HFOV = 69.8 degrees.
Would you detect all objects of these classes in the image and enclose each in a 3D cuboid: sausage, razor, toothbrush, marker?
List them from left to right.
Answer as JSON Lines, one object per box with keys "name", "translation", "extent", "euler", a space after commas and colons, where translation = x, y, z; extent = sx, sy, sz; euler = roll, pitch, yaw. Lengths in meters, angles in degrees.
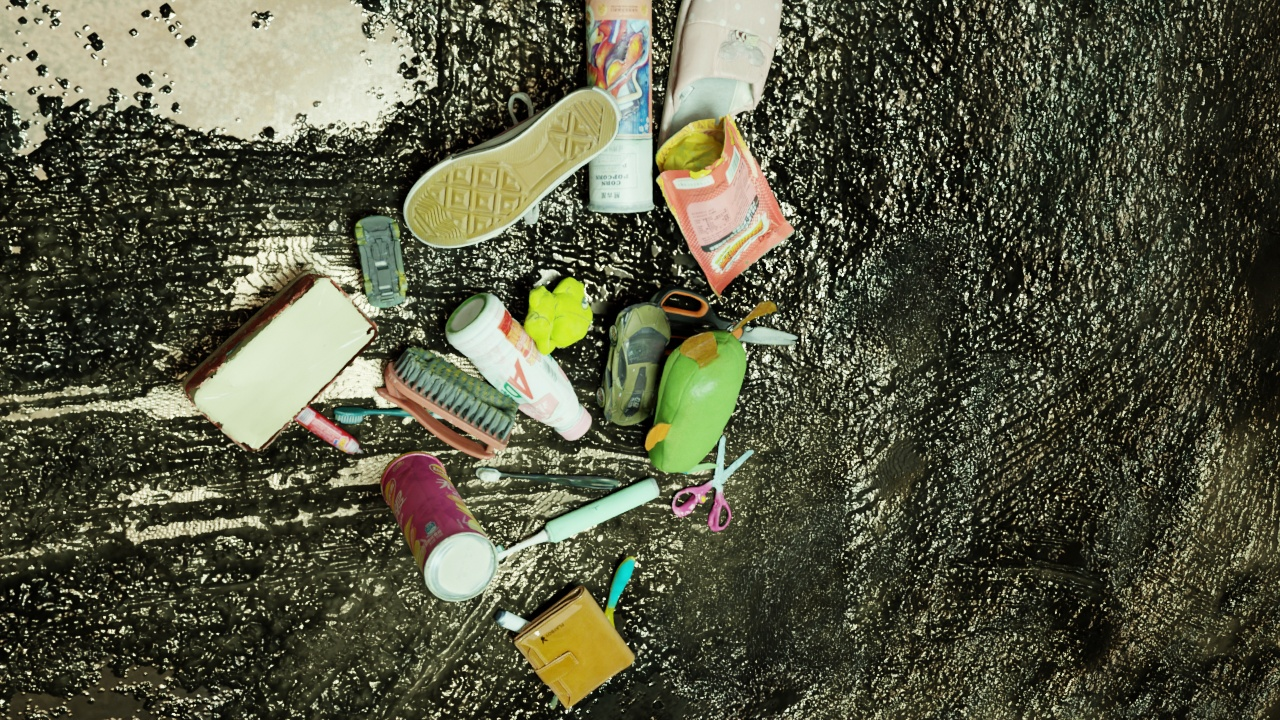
{"name": "sausage", "translation": [-0.343, 0.053, 0.928], "extent": [0.020, 0.020, 0.156], "euler": [-49, 119, -5]}
{"name": "toothbrush", "translation": [-0.231, 0.061, 0.987], "extent": [0.191, 0.016, 0.018], "euler": [4, 120, -27]}
{"name": "marker", "translation": [-0.125, 0.337, 1.123], "extent": [0.130, 0.018, 0.023], "euler": [34, 99, -30]}
{"name": "toothbrush", "translation": [-0.105, 0.139, 1.073], "extent": [0.180, 0.018, 0.016], "euler": [8, 99, -29]}
{"name": "toothbrush", "translation": [-0.079, 0.194, 1.096], "extent": [0.224, 0.027, 0.026], "euler": [-22, 148, -18]}
{"name": "razor", "translation": [-0.030, 0.300, 1.149], "extent": [0.043, 0.028, 0.133], "euler": [11, 107, -19]}

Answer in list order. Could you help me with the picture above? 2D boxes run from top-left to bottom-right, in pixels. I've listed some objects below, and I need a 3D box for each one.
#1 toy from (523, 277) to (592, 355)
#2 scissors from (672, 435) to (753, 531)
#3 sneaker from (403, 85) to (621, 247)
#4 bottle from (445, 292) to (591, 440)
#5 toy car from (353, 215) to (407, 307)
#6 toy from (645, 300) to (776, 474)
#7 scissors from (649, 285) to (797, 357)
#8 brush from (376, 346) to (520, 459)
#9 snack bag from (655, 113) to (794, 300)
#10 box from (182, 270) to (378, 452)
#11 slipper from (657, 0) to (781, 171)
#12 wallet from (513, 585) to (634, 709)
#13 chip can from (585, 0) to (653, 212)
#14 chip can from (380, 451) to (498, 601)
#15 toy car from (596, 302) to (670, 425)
{"name": "toy", "translation": [-0.088, -0.048, 0.992], "extent": [0.100, 0.031, 0.096], "euler": [25, 68, -51]}
{"name": "scissors", "translation": [0.101, 0.165, 1.181], "extent": [0.133, 0.017, 0.125], "euler": [-39, 116, -14]}
{"name": "sneaker", "translation": [-0.125, -0.195, 0.920], "extent": [0.241, 0.087, 0.118], "euler": [-31, 106, 10]}
{"name": "bottle", "translation": [-0.126, 0.014, 0.997], "extent": [0.068, 0.068, 0.197], "euler": [-45, 123, -7]}
{"name": "toy car", "translation": [-0.259, -0.099, 0.911], "extent": [0.043, 0.036, 0.091], "euler": [-10, 111, -22]}
{"name": "toy", "translation": [0.066, 0.040, 1.050], "extent": [0.226, 0.090, 0.247], "euler": [-32, 149, -48]}
{"name": "scissors", "translation": [0.096, -0.025, 1.122], "extent": [0.235, 0.021, 0.137], "euler": [31, 100, -37]}
{"name": "brush", "translation": [-0.202, 0.046, 0.959], "extent": [0.146, 0.063, 0.069], "euler": [32, 109, -11]}
{"name": "snack bag", "translation": [0.095, -0.169, 1.029], "extent": [0.128, 0.073, 0.208], "euler": [-45, 139, -6]}
{"name": "box", "translation": [-0.337, -0.002, 0.864], "extent": [0.168, 0.079, 0.091], "euler": [-48, 120, -18]}
{"name": "slipper", "translation": [0.086, -0.317, 0.999], "extent": [0.114, 0.054, 0.274], "euler": [10, 103, -28]}
{"name": "wallet", "translation": [-0.086, 0.354, 1.121], "extent": [0.119, 0.035, 0.131], "euler": [-36, 117, -11]}
{"name": "chip can", "translation": [-0.021, -0.265, 0.954], "extent": [0.071, 0.071, 0.215], "euler": [-7, 108, -24]}
{"name": "chip can", "translation": [-0.205, 0.159, 0.918], "extent": [0.071, 0.210, 0.071], "euler": [-8, 108, -24]}
{"name": "toy car", "translation": [-0.006, 0.006, 1.049], "extent": [0.070, 0.042, 0.158], "euler": [-6, 125, -24]}
